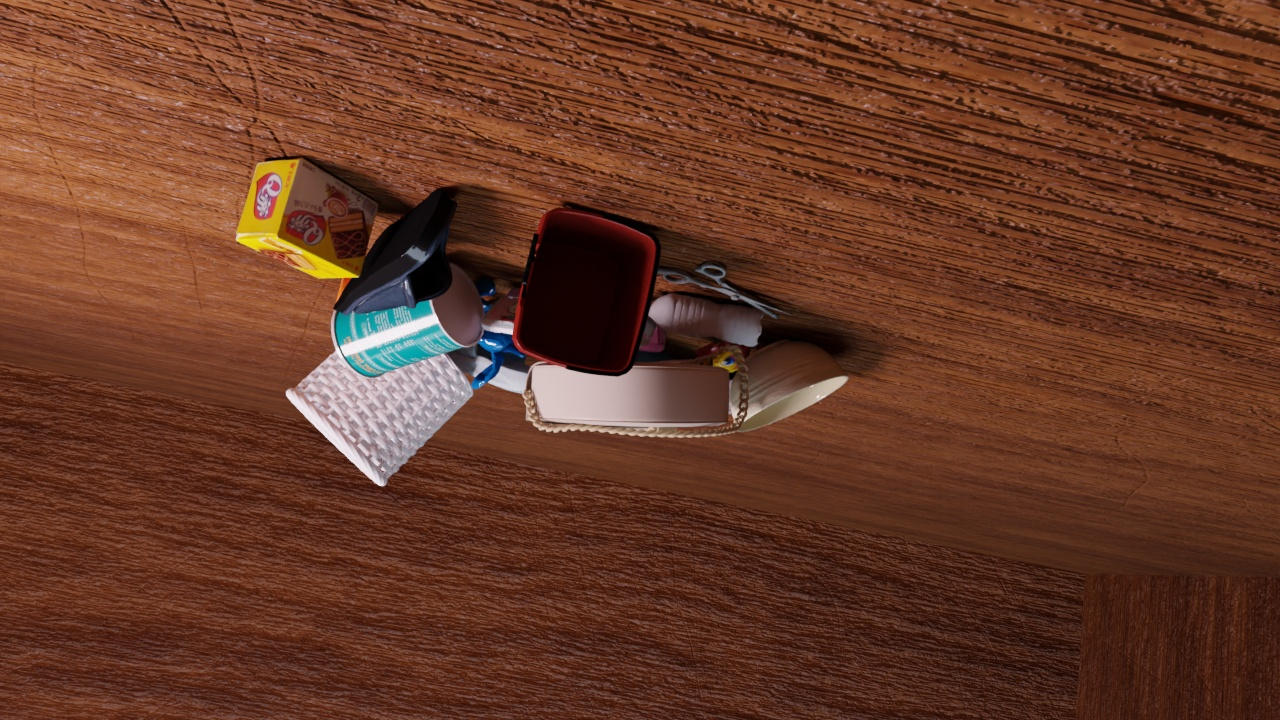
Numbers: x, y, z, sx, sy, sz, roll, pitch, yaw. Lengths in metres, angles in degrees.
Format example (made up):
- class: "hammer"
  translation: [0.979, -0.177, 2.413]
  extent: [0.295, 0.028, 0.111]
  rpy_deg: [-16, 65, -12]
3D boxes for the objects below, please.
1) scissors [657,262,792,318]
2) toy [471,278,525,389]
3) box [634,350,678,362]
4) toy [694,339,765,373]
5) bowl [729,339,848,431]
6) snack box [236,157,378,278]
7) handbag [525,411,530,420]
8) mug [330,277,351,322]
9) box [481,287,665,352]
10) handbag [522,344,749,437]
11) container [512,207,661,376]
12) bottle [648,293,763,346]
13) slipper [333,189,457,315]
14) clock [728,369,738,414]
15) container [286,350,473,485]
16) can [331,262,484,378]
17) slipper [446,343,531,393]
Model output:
- class: "scissors"
  translation: [0.085, -0.074, 0.984]
  extent: [0.131, 0.014, 0.153]
  rpy_deg: [2, 161, 30]
- class: "toy"
  translation: [-0.196, -0.035, 1.171]
  extent: [0.071, 0.112, 0.176]
  rpy_deg: [10, 151, 15]
- class: "box"
  translation: [-0.003, -0.001, 1.283]
  extent: [0.231, 0.060, 0.175]
  rpy_deg: [23, -173, -43]
- class: "toy"
  translation: [0.101, -0.003, 1.154]
  extent: [0.103, 0.046, 0.084]
  rpy_deg: [-21, 179, -29]
- class: "bowl"
  translation: [0.171, 0.022, 1.129]
  extent: [0.150, 0.075, 0.151]
  rpy_deg: [-23, 164, -7]
- class: "snack box"
  translation: [-0.321, -0.136, 0.891]
  extent: [0.061, 0.083, 0.105]
  rpy_deg: [3, 165, 31]
- class: "handbag"
  translation: [-0.088, 0.062, 1.466]
  extent: [0.175, 0.062, 0.198]
  rpy_deg: [5, -177, -3]
- class: "mug"
  translation: [-0.329, -0.081, 1.155]
  extent: [0.096, 0.077, 0.113]
  rpy_deg: [15, 146, -19]
- class: "box"
  translation: [-0.077, -0.032, 1.088]
  extent: [0.201, 0.101, 0.111]
  rpy_deg: [7, 141, 12]
- class: "handbag"
  translation: [-0.006, 0.031, 1.039]
  extent: [0.209, 0.103, 0.210]
  rpy_deg: [0, 178, 31]
- class: "container"
  translation: [-0.053, -0.064, 0.848]
  extent: [0.127, 0.148, 0.201]
  rpy_deg: [14, 175, -12]
- class: "bottle"
  translation: [0.068, -0.048, 1.034]
  extent: [0.136, 0.044, 0.044]
  rpy_deg: [10, 167, 1]
- class: "slipper"
  translation: [-0.237, -0.090, 0.949]
  extent: [0.083, 0.108, 0.266]
  rpy_deg: [35, 152, -26]
- class: "clock"
  translation: [0.120, 0.044, 1.227]
  extent: [0.147, 0.056, 0.104]
  rpy_deg: [-21, -170, -40]
- class: "container"
  translation: [-0.372, 0.050, 1.324]
  extent: [0.189, 0.186, 0.189]
  rpy_deg: [38, 161, 16]
- class: "can"
  translation: [-0.269, -0.045, 1.066]
  extent: [0.144, 0.099, 0.099]
  rpy_deg: [-16, 156, 23]
- class: "slipper"
  translation: [-0.206, -0.006, 1.345]
  extent: [0.246, 0.074, 0.104]
  rpy_deg: [21, -175, 41]
